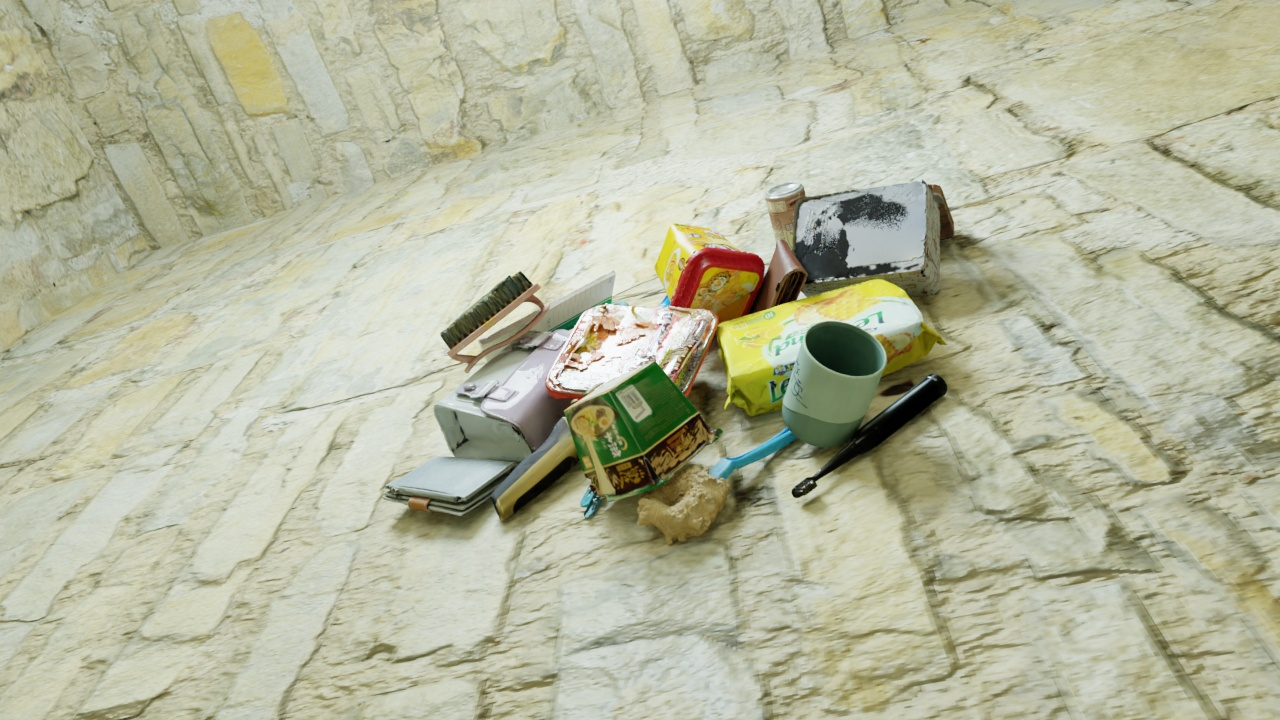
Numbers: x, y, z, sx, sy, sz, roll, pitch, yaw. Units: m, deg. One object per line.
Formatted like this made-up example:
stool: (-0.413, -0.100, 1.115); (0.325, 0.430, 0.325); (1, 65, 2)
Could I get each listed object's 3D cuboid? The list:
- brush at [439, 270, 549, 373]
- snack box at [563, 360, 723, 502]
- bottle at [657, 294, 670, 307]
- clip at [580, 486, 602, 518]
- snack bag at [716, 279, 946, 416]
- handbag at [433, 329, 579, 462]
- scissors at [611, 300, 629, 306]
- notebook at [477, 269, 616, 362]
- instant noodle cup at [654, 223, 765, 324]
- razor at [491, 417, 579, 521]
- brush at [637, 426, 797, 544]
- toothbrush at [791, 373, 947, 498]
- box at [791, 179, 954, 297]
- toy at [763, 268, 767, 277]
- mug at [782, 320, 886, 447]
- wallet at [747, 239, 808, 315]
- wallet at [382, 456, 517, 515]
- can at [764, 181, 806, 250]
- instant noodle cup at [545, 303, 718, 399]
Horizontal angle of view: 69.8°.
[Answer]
brush: (-0.190, -0.050, 1.194); (0.145, 0.073, 0.063); (-41, 10, -14)
snack box: (-0.007, 0.068, 0.939); (0.118, 0.105, 0.118); (-24, 8, 45)
bottle: (0.067, -0.082, 1.290); (0.065, 0.065, 0.218); (-4, 28, 29)
clip: (-0.048, 0.142, 0.968); (0.014, 0.045, 0.056); (-4, 31, 23)
snack bag: (0.205, -0.017, 1.055); (0.246, 0.068, 0.157); (-17, 24, 6)
handbag: (-0.144, 0.040, 1.162); (0.145, 0.098, 0.196); (5, 34, 32)
scissors: (-0.035, -0.053, 1.357); (0.170, 0.019, 0.181); (-20, 26, 0)
notebook: (-0.129, -0.053, 1.307); (0.209, 0.012, 0.150); (-30, -12, -11)
instant noodle cup: (0.082, -0.115, 1.202); (0.116, 0.116, 0.123); (3, 35, -28)
razor: (-0.100, 0.118, 1.027); (0.067, 0.062, 0.167); (36, 59, 23)
brush: (0.102, 0.104, 0.926); (0.254, 0.046, 0.083); (-30, 23, -30)
toothbrush: (0.226, 0.075, 0.904); (0.212, 0.026, 0.027); (-32, 7, -25)
box: (0.313, -0.140, 1.224); (0.181, 0.197, 0.157); (-5, 70, 27)
toy: (0.138, -0.092, 1.291); (0.084, 0.039, 0.107); (-21, 26, 31)
mug: (0.186, 0.018, 0.922); (0.082, 0.107, 0.111); (-3, 43, -13)
wallet: (0.168, -0.082, 1.165); (0.032, 0.125, 0.101); (17, 24, -10)
wallet: (-0.221, 0.146, 1.063); (0.130, 0.037, 0.106); (1, 21, 35)
can: (0.224, -0.201, 1.358); (0.058, 0.116, 0.058); (-15, 26, 7)
instant noodle cup: (-0.007, 0.007, 1.108); (0.189, 0.079, 0.164); (5, 45, 24)
